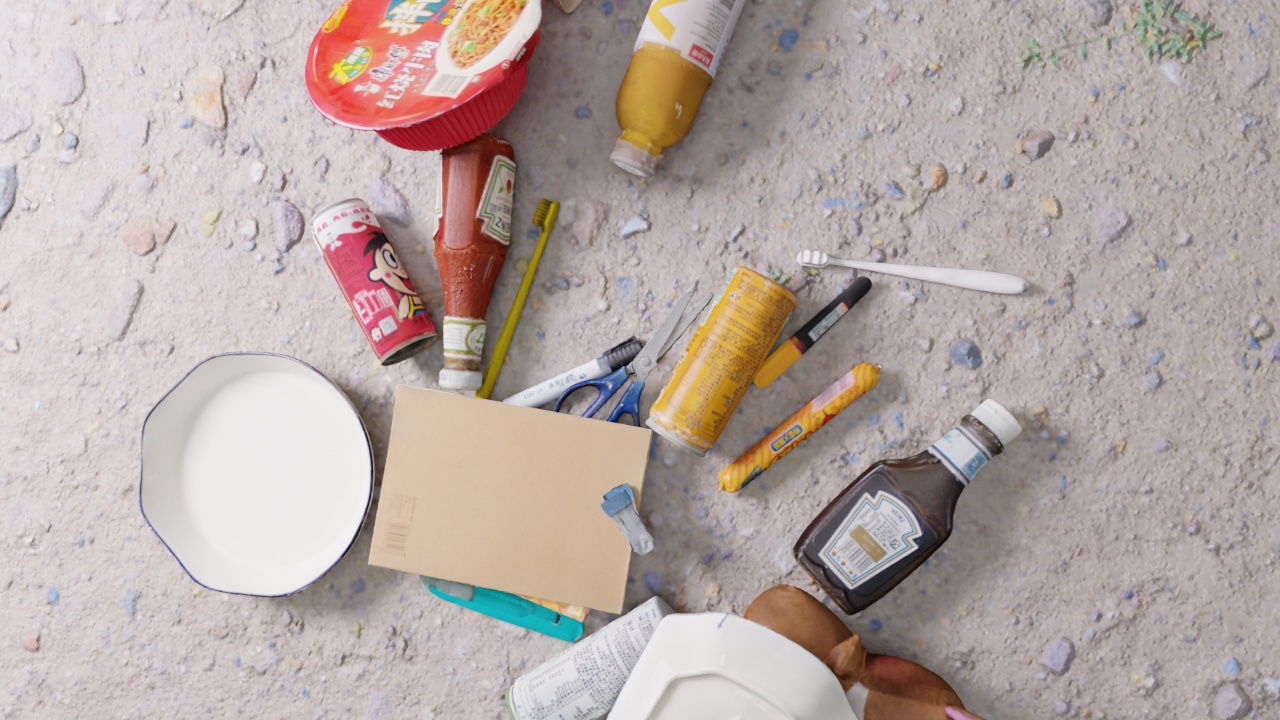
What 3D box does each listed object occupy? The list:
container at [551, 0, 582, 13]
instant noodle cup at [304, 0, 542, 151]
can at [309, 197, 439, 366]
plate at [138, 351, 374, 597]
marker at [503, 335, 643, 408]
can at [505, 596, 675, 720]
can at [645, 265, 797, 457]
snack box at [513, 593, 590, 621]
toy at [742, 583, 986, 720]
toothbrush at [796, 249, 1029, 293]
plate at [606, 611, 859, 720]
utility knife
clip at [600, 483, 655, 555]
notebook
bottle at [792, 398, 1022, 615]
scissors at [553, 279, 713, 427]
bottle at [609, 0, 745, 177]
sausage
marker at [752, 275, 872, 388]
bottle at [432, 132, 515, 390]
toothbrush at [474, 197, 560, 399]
[{"bbox_3d":[-0.082,-0.356,0.730,0.111,0.090,0.090,38,94,9],"label":"container"},{"bbox_3d":[-0.161,-0.233,0.720,0.194,0.066,0.193,-8,57,12],"label":"instant noodle cup"},{"bbox_3d":[-0.221,-0.065,0.758,0.053,0.053,0.132,-29,86,5],"label":"can"},{"bbox_3d":[-0.317,0.094,0.773,0.205,0.045,0.205,0,90,7],"label":"plate"},{"bbox_3d":[-0.057,0.015,0.756,0.131,0.018,0.022,-24,67,6],"label":"marker"},{"bbox_3d":[-0.032,0.248,0.730,0.147,0.058,0.058,-33,86,5],"label":"can"},{"bbox_3d":[0.064,0.000,0.721,0.058,0.058,0.146,31,93,6],"label":"can"},{"bbox_3d":[-0.104,0.148,0.755,0.156,0.027,0.077,20,90,6],"label":"snack box"},{"bbox_3d":[0.157,0.256,0.678,0.199,0.140,0.130,24,65,3],"label":"toy"},{"bbox_3d":[0.214,-0.071,0.725,0.180,0.016,0.016,9,92,7],"label":"toothbrush"},{"bbox_3d":[0.050,0.289,0.662,0.162,0.034,0.266,30,126,10],"label":"plate"},{"bbox_3d":[-0.118,0.201,0.763,0.151,0.012,0.029,17,94,7],"label":"utility knife"},{"bbox_3d":[-0.008,0.126,0.712,0.027,0.045,0.058,-28,96,0],"label":"clip"},{"bbox_3d":[-0.106,0.110,0.736,0.211,0.012,0.149,10,90,5],"label":"notebook"},{"bbox_3d":[0.210,0.108,0.710,0.195,0.044,0.080,-44,85,4],"label":"bottle"},{"bbox_3d":[0.006,0.015,0.740,0.174,0.012,0.125,-24,101,6],"label":"scissors"},{"bbox_3d":[0.028,-0.238,0.723,0.068,0.068,0.189,23,92,6],"label":"bottle"},{"bbox_3d":[0.126,0.054,0.731,0.165,0.021,0.021,-39,85,5],"label":"sausage"},{"bbox_3d":[0.137,-0.023,0.734,0.124,0.015,0.018,-42,123,4],"label":"marker"},{"bbox_3d":[-0.139,-0.079,0.747,0.060,0.059,0.206,4,90,7],"label":"bottle"},{"bbox_3d":[-0.107,-0.044,0.764,0.016,0.015,0.190,21,92,11],"label":"toothbrush"}]
